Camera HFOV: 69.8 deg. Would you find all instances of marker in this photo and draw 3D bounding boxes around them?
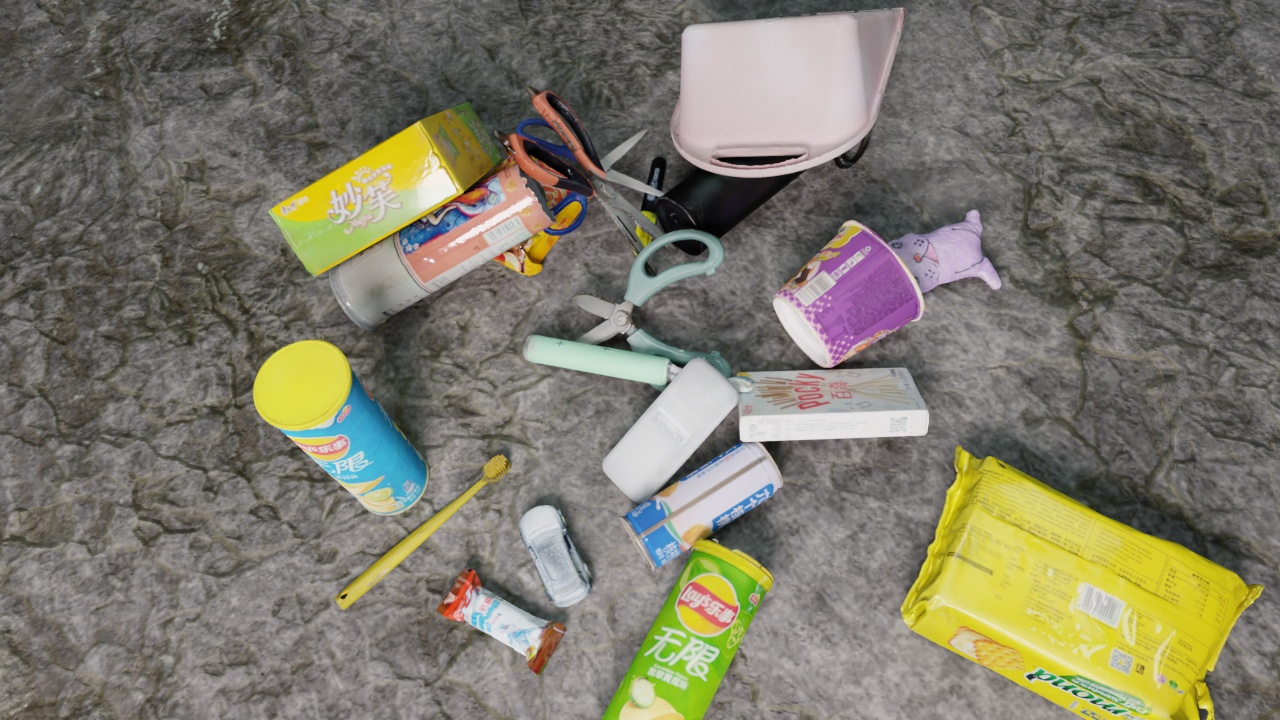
[{"bbox_3d":[0.010,-0.161,0.947,0.018,0.015,0.124,9,63,5],"label":"marker"}]

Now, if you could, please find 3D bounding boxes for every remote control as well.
[{"bbox_3d":[0.026,0.062,0.802,0.056,0.020,0.136,43,100,15],"label":"remote control"}]

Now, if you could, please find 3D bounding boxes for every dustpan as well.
[{"bbox_3d":[0.142,-0.278,0.938,0.223,0.139,0.272,4,21,23],"label":"dustpan"}]

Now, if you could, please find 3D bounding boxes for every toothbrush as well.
[{"bbox_3d":[-0.191,0.149,0.811,0.190,0.017,0.015,-41,67,-14],"label":"toothbrush"},{"bbox_3d":[-0.005,0.005,0.839,0.225,0.026,0.027,10,23,21],"label":"toothbrush"}]

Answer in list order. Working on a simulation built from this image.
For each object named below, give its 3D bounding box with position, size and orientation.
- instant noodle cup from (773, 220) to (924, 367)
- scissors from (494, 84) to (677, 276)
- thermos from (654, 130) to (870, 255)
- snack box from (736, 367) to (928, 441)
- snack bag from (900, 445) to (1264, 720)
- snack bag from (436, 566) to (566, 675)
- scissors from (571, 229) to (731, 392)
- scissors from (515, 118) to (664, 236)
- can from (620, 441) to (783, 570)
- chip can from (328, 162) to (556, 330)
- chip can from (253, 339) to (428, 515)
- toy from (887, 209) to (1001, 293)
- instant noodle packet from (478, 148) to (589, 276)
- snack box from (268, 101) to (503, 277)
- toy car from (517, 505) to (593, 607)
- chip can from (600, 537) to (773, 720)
[{"bbox_3d":[0.183,-0.053,0.833,0.099,0.111,0.111,-38,66,-3],"label":"instant noodle cup"},{"bbox_3d":[-0.050,-0.175,0.884,0.015,0.226,0.188,-36,51,35],"label":"scissors"},{"bbox_3d":[0.133,-0.192,0.922,0.242,0.068,0.090,-38,88,-16],"label":"thermos"},{"bbox_3d":[0.164,0.037,0.805,0.157,0.027,0.084,-2,25,4],"label":"snack box"},{"bbox_3d":[0.338,0.185,0.717,0.246,0.068,0.157,25,69,15],"label":"snack bag"},{"bbox_3d":[-0.116,0.216,0.766,0.104,0.026,0.048,28,81,18],"label":"snack bag"},{"bbox_3d":[0.023,-0.054,0.854,0.170,0.019,0.181,27,99,14],"label":"scissors"},{"bbox_3d":[-0.053,-0.190,0.933,0.173,0.012,0.162,23,66,-3],"label":"scissors"},{"bbox_3d":[0.053,0.121,0.782,0.134,0.053,0.053,-30,65,-10],"label":"can"},{"bbox_3d":[-0.188,-0.109,0.878,0.215,0.071,0.071,-28,63,9],"label":"chip can"},{"bbox_3d":[-0.235,0.063,0.749,0.071,0.210,0.071,-2,63,4],"label":"chip can"},{"bbox_3d":[0.282,-0.095,0.876,0.108,0.039,0.083,-13,72,-3],"label":"toy"},{"bbox_3d":[-0.123,-0.158,0.943,0.111,0.044,0.128,26,68,12],"label":"instant noodle packet"},{"bbox_3d":[-0.226,-0.165,0.852,0.158,0.209,0.070,-27,107,11],"label":"snack box"},{"bbox_3d":[-0.074,0.165,0.784,0.043,0.034,0.090,-27,63,-4],"label":"toy car"},{"bbox_3d":[0.024,0.249,0.711,0.072,0.073,0.220,26,69,17],"label":"chip can"}]
